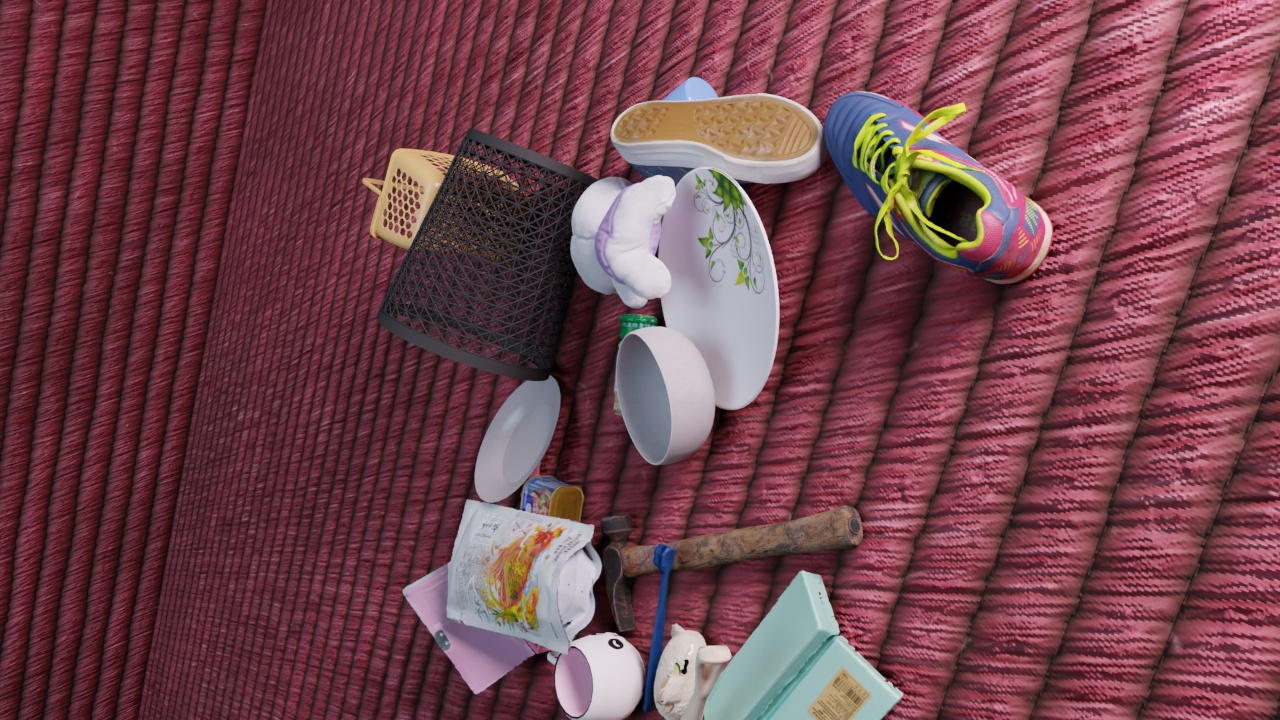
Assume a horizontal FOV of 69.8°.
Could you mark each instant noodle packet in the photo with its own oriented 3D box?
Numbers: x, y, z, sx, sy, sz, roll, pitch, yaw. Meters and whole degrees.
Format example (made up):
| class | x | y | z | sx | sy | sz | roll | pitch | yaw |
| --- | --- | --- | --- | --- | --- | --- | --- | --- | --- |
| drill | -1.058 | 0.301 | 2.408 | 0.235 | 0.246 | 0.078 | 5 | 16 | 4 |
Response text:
| class | x | y | z | sx | sy | sz | roll | pitch | yaw |
| --- | --- | --- | --- | --- | --- | --- | --- | --- | --- |
| instant noodle packet | -0.147 | 0.237 | 1.033 | 0.270 | 0.057 | 0.146 | -4 | 71 | 49 |

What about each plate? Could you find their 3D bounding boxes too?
| class | x | y | z | sx | sy | sz | roll | pitch | yaw |
| --- | --- | --- | --- | --- | --- | --- | --- | --- | --- |
| plate | 0.080 | -0.068 | 0.873 | 0.230 | 0.030 | 0.229 | 170 | 90 | -67 |
| plate | -0.147 | 0.099 | 1.137 | 0.173 | 0.019 | 0.172 | -37 | 36 | 33 |

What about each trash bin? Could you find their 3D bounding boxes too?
| class | x | y | z | sx | sy | sz | roll | pitch | yaw |
| --- | --- | --- | --- | --- | --- | --- | --- | --- | --- |
| trash bin | -0.169 | -0.129 | 1.095 | 0.217 | 0.216 | 0.243 | 30 | 101 | 50 |

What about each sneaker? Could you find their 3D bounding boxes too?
| class | x | y | z | sx | sy | sz | roll | pitch | yaw |
| --- | --- | --- | --- | --- | --- | --- | --- | --- | --- |
| sneaker | 0.205 | -0.149 | 0.701 | 0.241 | 0.091 | 0.116 | 53 | 127 | 43 |
| sneaker | 0.080 | -0.202 | 0.891 | 0.236 | 0.079 | 0.087 | 15 | 65 | 37 |

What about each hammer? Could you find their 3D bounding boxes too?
| class | x | y | z | sx | sy | sz | roll | pitch | yaw |
| --- | --- | --- | --- | --- | --- | --- | --- | --- | --- |
| hammer | 0.074 | 0.187 | 0.869 | 0.331 | 0.033 | 0.120 | -23 | 71 | 48 |

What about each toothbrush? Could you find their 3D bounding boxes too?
| class | x | y | z | sx | sy | sz | roll | pitch | yaw |
| --- | --- | --- | --- | --- | --- | --- | --- | --- | --- |
| toothbrush | 0.015 | 0.265 | 0.905 | 0.017 | 0.016 | 0.190 | 26 | 118 | 45 |

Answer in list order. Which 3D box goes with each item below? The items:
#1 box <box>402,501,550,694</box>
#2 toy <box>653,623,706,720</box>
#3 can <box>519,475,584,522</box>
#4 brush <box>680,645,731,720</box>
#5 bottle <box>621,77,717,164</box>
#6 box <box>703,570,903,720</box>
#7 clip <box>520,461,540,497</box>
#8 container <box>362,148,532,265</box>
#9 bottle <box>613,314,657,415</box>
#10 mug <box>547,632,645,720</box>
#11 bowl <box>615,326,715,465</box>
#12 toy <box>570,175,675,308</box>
| class | x | y | z | sx | sy | sz | roll | pitch | yaw |
| --- | --- | --- | --- | --- | --- | --- | --- | --- | --- |
| box | -0.187 | 0.293 | 1.151 | 0.172 | 0.075 | 0.233 | -51 | 40 | -5 |
| toy | 0.036 | 0.299 | 0.873 | 0.112 | 0.050 | 0.087 | -120 | 46 | -84 |
| can | -0.105 | 0.189 | 1.074 | 0.059 | 0.053 | 0.100 | 9 | 93 | 50 |
| brush | 0.039 | 0.329 | 0.805 | 0.273 | 0.062 | 0.077 | 103 | 149 | -41 |
| bottle | 0.025 | -0.248 | 0.981 | 0.131 | 0.048 | 0.048 | -28 | 63 | 47 |
| box | 0.123 | 0.288 | 0.777 | 0.187 | 0.056 | 0.138 | -62 | 36 | 27 |
| clip | -0.141 | 0.152 | 1.153 | 0.041 | 0.023 | 0.059 | -17 | 65 | 54 |
| container | -0.260 | -0.209 | 1.231 | 0.167 | 0.183 | 0.129 | 35 | 112 | 41 |
| bottle | -0.006 | 0.006 | 0.987 | 0.043 | 0.042 | 0.110 | 4 | 89 | 52 |
| mug | -0.049 | 0.326 | 0.961 | 0.124 | 0.076 | 0.090 | 8 | 91 | 52 |
| bowl | 0.031 | 0.032 | 0.901 | 0.132 | 0.064 | 0.132 | 168 | 90 | -68 |
| toy | -0.022 | -0.123 | 0.951 | 0.209 | 0.085 | 0.138 | -150 | 61 | -74 |
